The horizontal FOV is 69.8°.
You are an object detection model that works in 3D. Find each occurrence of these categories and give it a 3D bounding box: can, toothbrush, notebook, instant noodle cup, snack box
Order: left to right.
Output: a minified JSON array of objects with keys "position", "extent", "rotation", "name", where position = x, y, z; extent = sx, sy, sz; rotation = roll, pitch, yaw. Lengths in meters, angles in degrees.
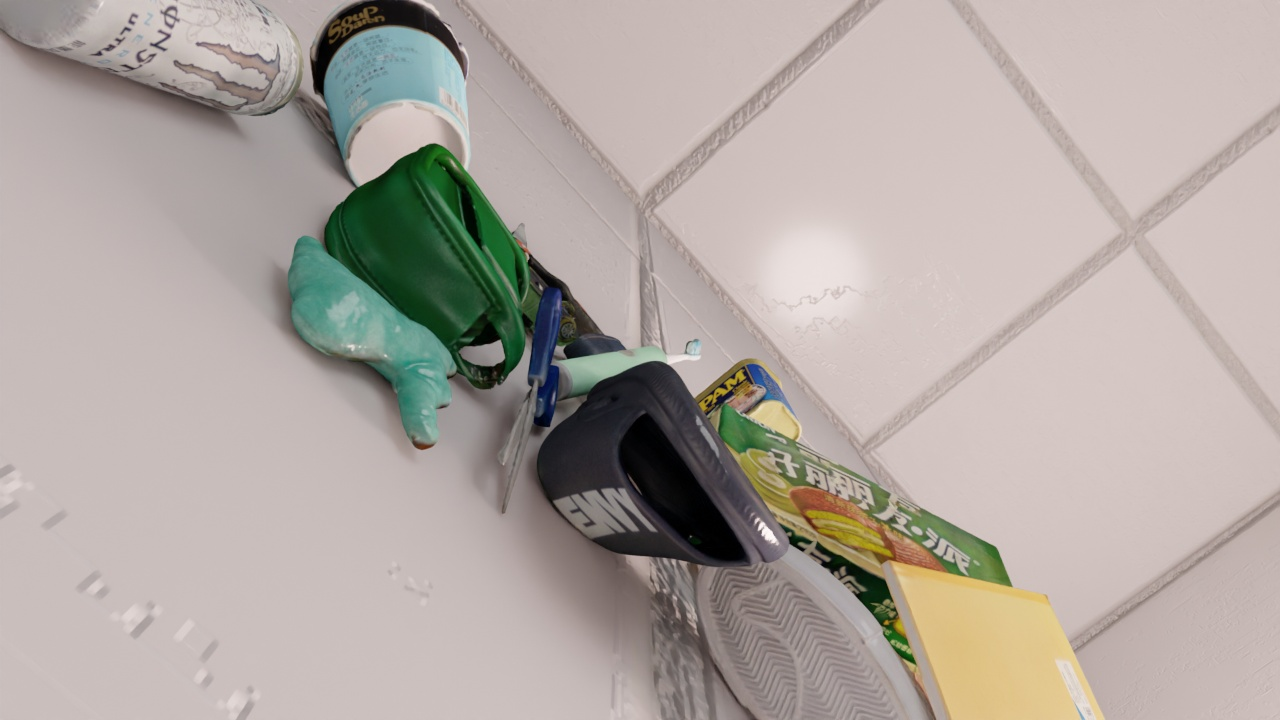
[{"position":[-0.216,-0.153,0.418],"extent":[0.058,0.058,0.146],"rotation":[49,10,4],"name":"can"},{"position":[-0.162,-0.166,0.614],"extent":[0.111,0.111,0.120],"rotation":[39,23,-45],"name":"instant noodle cup"},{"position":[-0.004,0.004,0.676],"extent":[0.026,0.027,0.224],"rotation":[17,13,26],"name":"toothbrush"},{"position":[0.086,0.057,0.814],"extent":[0.057,0.102,0.083],"rotation":[45,12,-22],"name":"can"},{"position":[0.141,0.130,0.629],"extent":[0.240,0.063,0.114],"rotation":[28,24,-4],"name":"snack box"},{"position":[0.214,0.191,0.511],"extent":[0.206,0.010,0.145],"rotation":[20,45,-42],"name":"notebook"}]

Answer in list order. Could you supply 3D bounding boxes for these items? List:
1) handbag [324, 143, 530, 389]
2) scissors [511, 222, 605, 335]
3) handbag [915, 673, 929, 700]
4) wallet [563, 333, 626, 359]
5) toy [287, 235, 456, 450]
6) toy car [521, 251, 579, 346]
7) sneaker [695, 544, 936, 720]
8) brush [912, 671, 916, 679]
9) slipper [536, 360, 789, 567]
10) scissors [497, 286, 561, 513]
[{"position":[-0.109,-0.054,0.511],"extent":[0.120,0.068,0.131],"rotation":[53,6,-21],"name":"handbag"},{"position":[-0.096,-0.084,0.790],"extent":[0.221,0.022,0.234],"rotation":[48,10,-8],"name":"scissors"},{"position":[0.250,0.234,0.883],"extent":[0.204,0.100,0.147],"rotation":[49,17,1],"name":"handbag"},{"position":[-0.006,0.032,0.714],"extent":[0.115,0.033,0.090],"rotation":[52,13,15],"name":"wallet"},{"position":[-0.112,-0.006,0.398],"extent":[0.092,0.030,0.096],"rotation":[38,20,-40],"name":"toy"},{"position":[-0.080,-0.045,0.666],"extent":[0.091,0.036,0.043],"rotation":[44,10,-18],"name":"toy car"},{"position":[0.126,0.191,0.489],"extent":[0.242,0.090,0.090],"rotation":[55,27,14],"name":"sneaker"},{"position":[0.162,0.215,0.672],"extent":[0.145,0.063,0.073],"rotation":[-98,176,-70],"name":"brush"},{"position":[-0.003,0.067,0.496],"extent":[0.110,0.083,0.268],"rotation":[54,-9,-6],"name":"slipper"},{"position":[-0.057,0.028,0.487],"extent":[0.141,0.012,0.170],"rotation":[94,2,-56],"name":"scissors"}]
